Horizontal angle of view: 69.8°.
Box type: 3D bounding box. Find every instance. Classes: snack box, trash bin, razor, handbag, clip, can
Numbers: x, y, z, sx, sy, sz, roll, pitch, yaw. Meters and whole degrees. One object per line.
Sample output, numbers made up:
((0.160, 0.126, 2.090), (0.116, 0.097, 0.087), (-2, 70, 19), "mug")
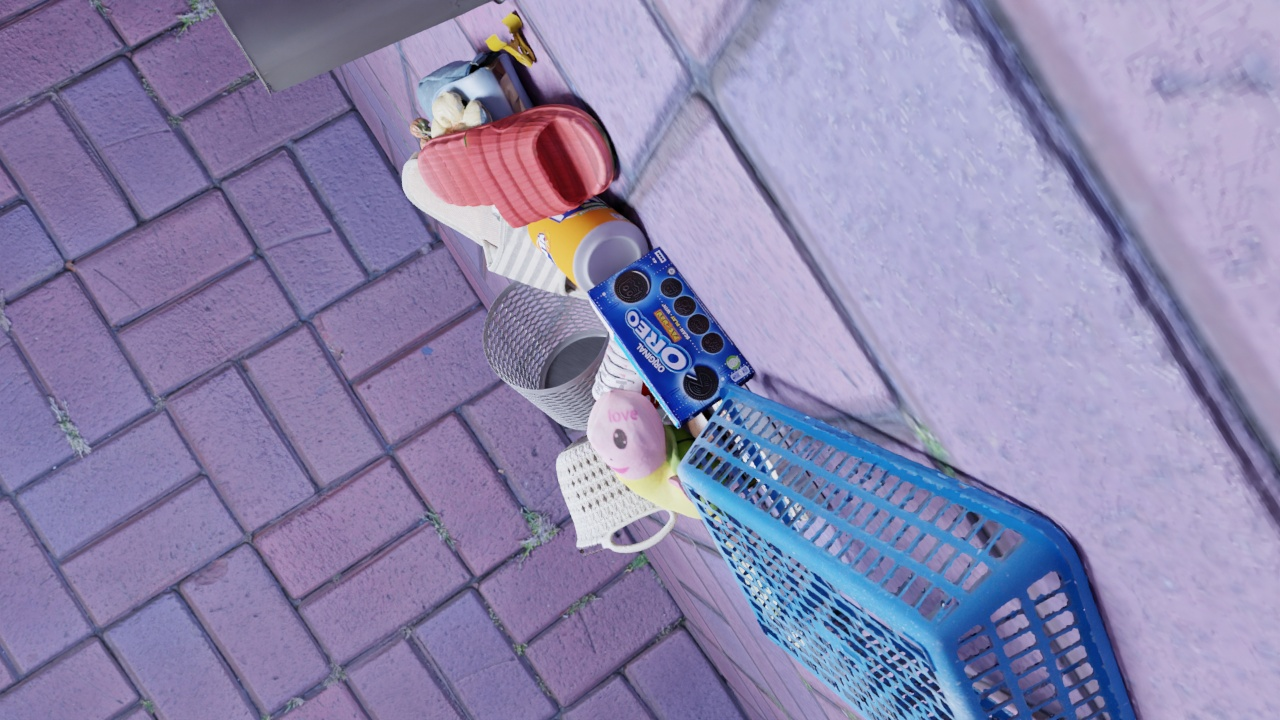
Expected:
((0.024, -0.022, 0.825), (0.150, 0.082, 0.027), (53, 171, 16), "snack box")
((-0.240, -0.337, 0.719), (0.197, 0.220, 0.197), (60, 169, -13), "trash bin")
((0.094, 0.099, 1.033), (0.106, 0.026, 0.042), (59, 172, 11), "razor")
((-0.089, -0.005, 1.149), (0.156, 0.156, 0.183), (52, 178, 26), "trash bin")
((-0.178, -0.254, 0.964), (0.192, 0.118, 0.122), (27, 151, 56), "handbag")
((-0.119, -0.291, 0.840), (0.054, 0.048, 0.046), (-152, 56, -67), "clip")
((-0.056, -0.122, 0.902), (0.142, 0.079, 0.079), (44, 164, 50), "can")
((0.116, 0.086, 0.877), (0.150, 0.026, 0.082), (56, 170, 7), "snack box")

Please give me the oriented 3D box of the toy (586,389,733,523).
((0.032, 0.114, 0.977), (0.238, 0.087, 0.190), (40, 175, -27), "toy")

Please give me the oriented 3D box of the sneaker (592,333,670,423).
((-0.005, 0.005, 0.976), (0.090, 0.104, 0.237), (52, 168, 26), "sneaker")

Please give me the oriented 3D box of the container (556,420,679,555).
((-0.012, 0.149, 1.186), (0.251, 0.185, 0.143), (-29, -86, -86), "container")

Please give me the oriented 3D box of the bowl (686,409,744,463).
((0.070, 0.071, 0.944), (0.114, 0.026, 0.102), (44, -166, -46), "bowl")

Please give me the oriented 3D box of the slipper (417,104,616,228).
((-0.128, -0.173, 0.859), (0.249, 0.059, 0.103), (1, 134, 39), "slipper")

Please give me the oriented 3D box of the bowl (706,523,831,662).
((0.164, 0.259, 1.069), (0.219, 0.060, 0.188), (52, 170, 5), "bowl")

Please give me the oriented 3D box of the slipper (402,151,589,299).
((-0.152, -0.145, 1.026), (0.273, 0.053, 0.115), (28, 147, 5), "slipper")

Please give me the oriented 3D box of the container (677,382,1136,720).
((0.167, 0.177, 0.670), (0.257, 0.089, 0.362), (62, 164, -23), "container")
